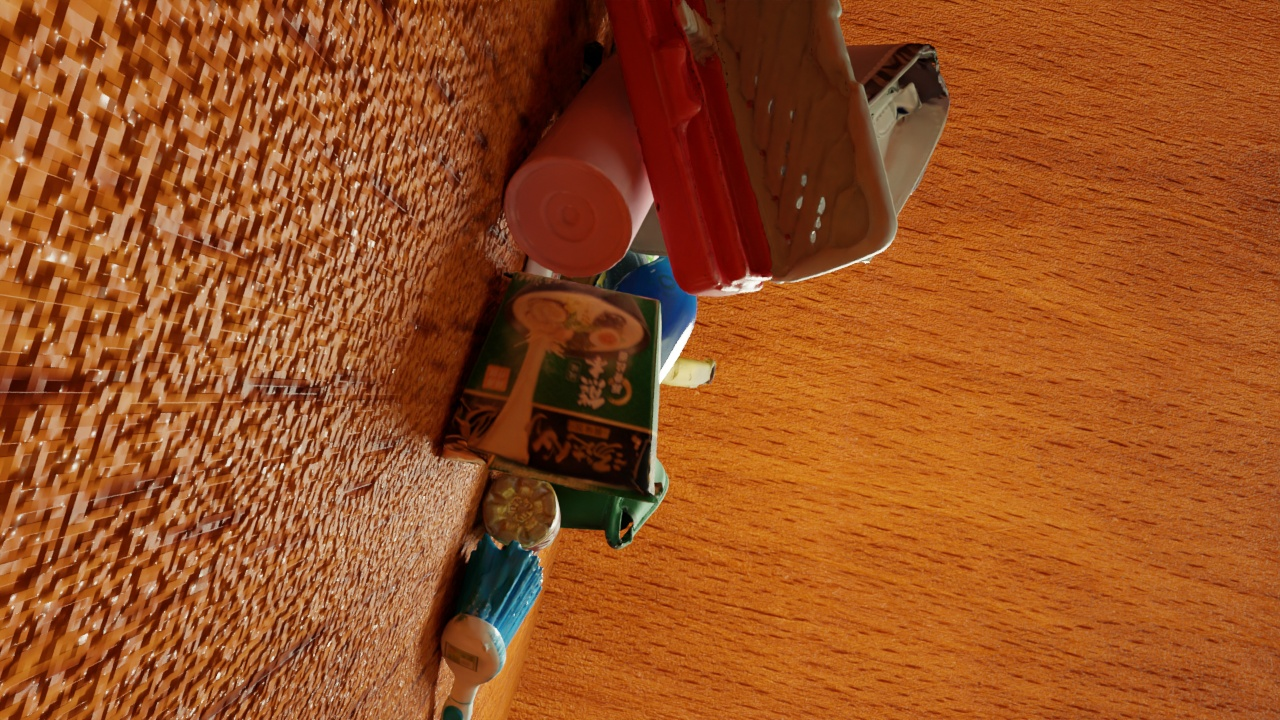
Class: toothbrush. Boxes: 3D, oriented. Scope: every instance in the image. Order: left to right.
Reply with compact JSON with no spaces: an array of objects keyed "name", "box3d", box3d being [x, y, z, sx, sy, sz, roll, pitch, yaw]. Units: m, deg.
[{"name":"toothbrush","box3d":[-0.040,-0.144,0.625,0.186,0.012,0.017,106,0,-59]}]

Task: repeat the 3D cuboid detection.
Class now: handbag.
[{"name":"handbag","box3d":[-0.046,0.128,0.881,0.068,0.132,0.120,57,44,-37]},{"name":"handbag","box3d":[0.081,-0.135,0.596,0.144,0.197,0.098,-55,130,-22]}]

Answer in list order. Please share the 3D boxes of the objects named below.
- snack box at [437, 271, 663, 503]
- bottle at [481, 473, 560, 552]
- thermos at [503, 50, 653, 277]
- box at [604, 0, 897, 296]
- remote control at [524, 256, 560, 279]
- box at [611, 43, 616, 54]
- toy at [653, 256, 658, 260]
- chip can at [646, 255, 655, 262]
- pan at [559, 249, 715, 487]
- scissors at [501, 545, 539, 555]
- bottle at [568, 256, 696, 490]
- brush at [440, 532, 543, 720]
[{"name":"snack box","box3d":[-0.034,0.015,0.500,0.118,0.117,0.105,87,15,-84]},{"name":"bottle","box3d":[-0.095,0.129,0.760,0.175,0.057,0.057,105,1,-76]},{"name":"thermos","box3d":[-0.012,-0.133,0.501,0.198,0.067,0.087,-67,151,-47]},{"name":"box","box3d":[0.055,-0.139,0.453,0.095,0.102,0.201,-7,82,-62]},{"name":"remote control","box3d":[-0.063,-0.048,0.587,0.055,0.020,0.136,-77,-178,-75]},{"name":"box","box3d":[0.011,-0.236,0.710,0.089,0.062,0.184,-77,-179,-83]},{"name":"toy","box3d":[-0.006,-0.116,0.981,0.121,0.054,0.159,-44,126,-69]},{"name":"chip can","box3d":[-0.006,-0.151,0.875,0.072,0.072,0.236,104,2,-86]},{"name":"pan","box3d":[-0.005,0.005,0.796,0.357,0.078,0.198,-1,106,-75]},{"name":"scissors","box3d":[-0.108,0.184,0.965,0.222,0.015,0.189,-57,169,-14]},{"name":"bottle","box3d":[-0.004,-0.013,0.636,0.218,0.065,0.065,-60,172,-32]},{"name":"brush","box3d":[-0.136,0.246,0.746,0.315,0.060,0.109,110,2,-57]}]
